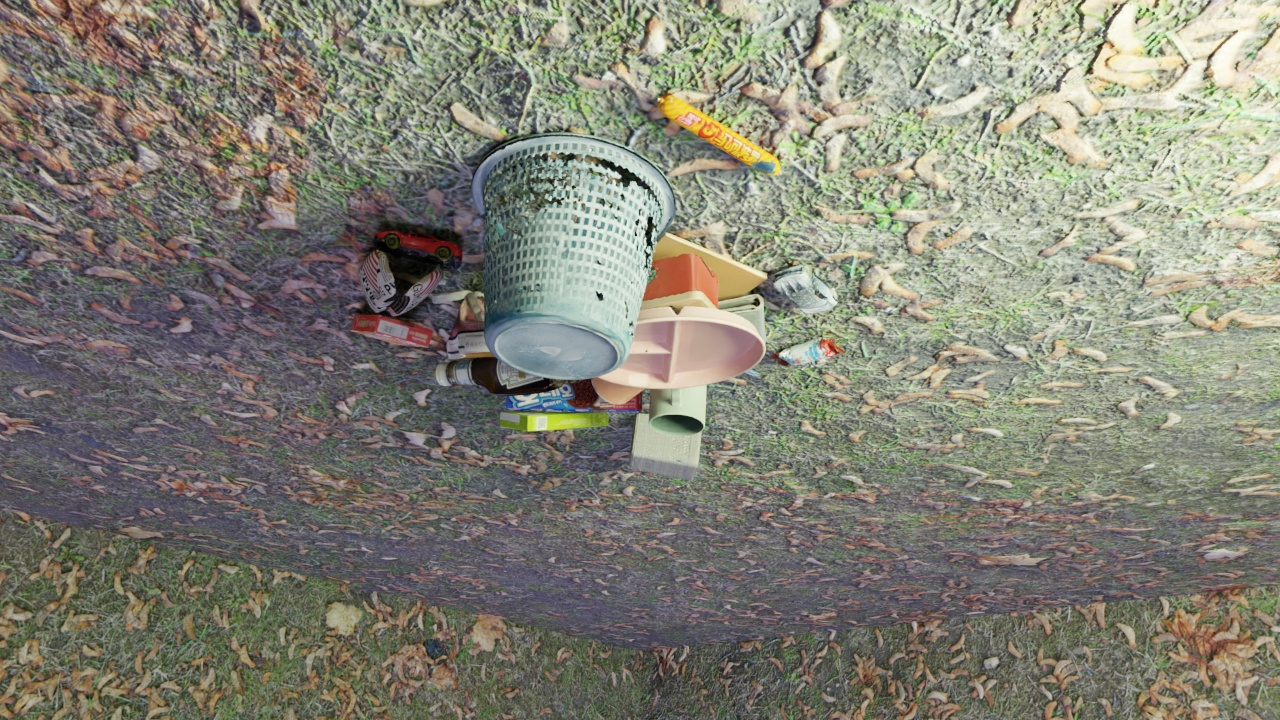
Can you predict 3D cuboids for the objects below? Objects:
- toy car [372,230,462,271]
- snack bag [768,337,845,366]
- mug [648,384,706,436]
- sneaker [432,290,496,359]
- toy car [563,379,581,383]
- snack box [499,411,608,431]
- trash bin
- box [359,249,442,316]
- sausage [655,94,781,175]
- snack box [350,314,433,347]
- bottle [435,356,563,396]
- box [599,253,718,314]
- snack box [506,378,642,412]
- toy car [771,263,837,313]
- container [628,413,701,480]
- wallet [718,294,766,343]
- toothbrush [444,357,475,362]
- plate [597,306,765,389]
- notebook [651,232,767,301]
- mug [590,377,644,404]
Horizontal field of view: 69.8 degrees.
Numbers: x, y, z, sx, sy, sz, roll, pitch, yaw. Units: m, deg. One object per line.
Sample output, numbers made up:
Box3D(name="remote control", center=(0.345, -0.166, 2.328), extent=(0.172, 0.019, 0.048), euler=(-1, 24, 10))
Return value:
Box3D(name="toy car", center=(-0.266, -0.135, 1.098), extent=(0.106, 0.031, 0.049), euler=(11, 166, -6))
Box3D(name="snack bag", center=(0.234, -0.011, 1.285), extent=(0.106, 0.026, 0.045), euler=(-16, 150, 39))
Box3D(name="mug", center=(0.054, 0.040, 1.324), extent=(0.082, 0.106, 0.112), euler=(2, 154, 6))
Box3D(name="sneaker", center=(-0.213, -0.047, 1.211), extent=(0.118, 0.088, 0.241), euler=(-2, 179, -12))
Box3D(name="toy car", center=(-0.126, 0.013, 1.367), extent=(0.105, 0.048, 0.032), euler=(-8, 179, 22))
Box3D(name="snack box", center=(-0.137, 0.094, 1.469), extent=(0.156, 0.026, 0.086), euler=(-1, -178, -40))
Box3D(name="trash bin", center=(-0.078, -0.094, 0.976), extent=(0.226, 0.194, 0.227), euler=(3, 154, 1))
Box3D(name="box", center=(-0.297, -0.097, 1.141), extent=(0.086, 0.076, 0.163), euler=(-16, 179, -26))
Box3D(name="sausage", center=(0.080, -0.218, 0.897), extent=(0.165, 0.021, 0.022), euler=(21, 149, -31))
Box3D(name="snack box", center=(-0.340, -0.040, 1.245), extent=(0.075, 0.025, 0.153), euler=(18, 174, -29))
Box3D(name="bottle", center=(-0.207, 0.013, 1.339), extent=(0.195, 0.080, 0.044), euler=(-5, 175, 20))
Box3D(name="box", center=(0.008, -0.078, 1.118), extent=(0.169, 0.078, 0.091), euler=(-10, 156, 22))
Box3D(name="snack box", center=(-0.102, 0.051, 1.409), extent=(0.207, 0.058, 0.057), euler=(0, 174, 8))
Box3D(name="toy car", center=(0.205, -0.085, 1.137), extent=(0.049, 0.031, 0.105), euler=(-16, 148, 36))
Box3D(name="container", center=(0.041, 0.144, 1.559), extent=(0.114, 0.090, 0.090), euler=(8, 153, -1))
Box3D(name="wallet", center=(0.112, -0.040, 1.209), extent=(0.106, 0.037, 0.130), euler=(-10, 159, 5))
Box3D(name="toothbrush", center=(-0.208, -0.005, 1.368), extent=(0.192, 0.018, 0.016), euler=(-6, 158, 18))
Box3D(name="plate", center=(0.039, -0.015, 1.134), extent=(0.229, 0.028, 0.230), euler=(-1, 158, -1))
Box3D(name="notebook", center=(0.039, -0.088, 1.178), extent=(0.149, 0.012, 0.212), euler=(19, 150, -25))
Box3D(name="mug", center=(-0.008, 0.008, 1.294), extent=(0.078, 0.078, 0.123), euler=(18, 152, -27))
